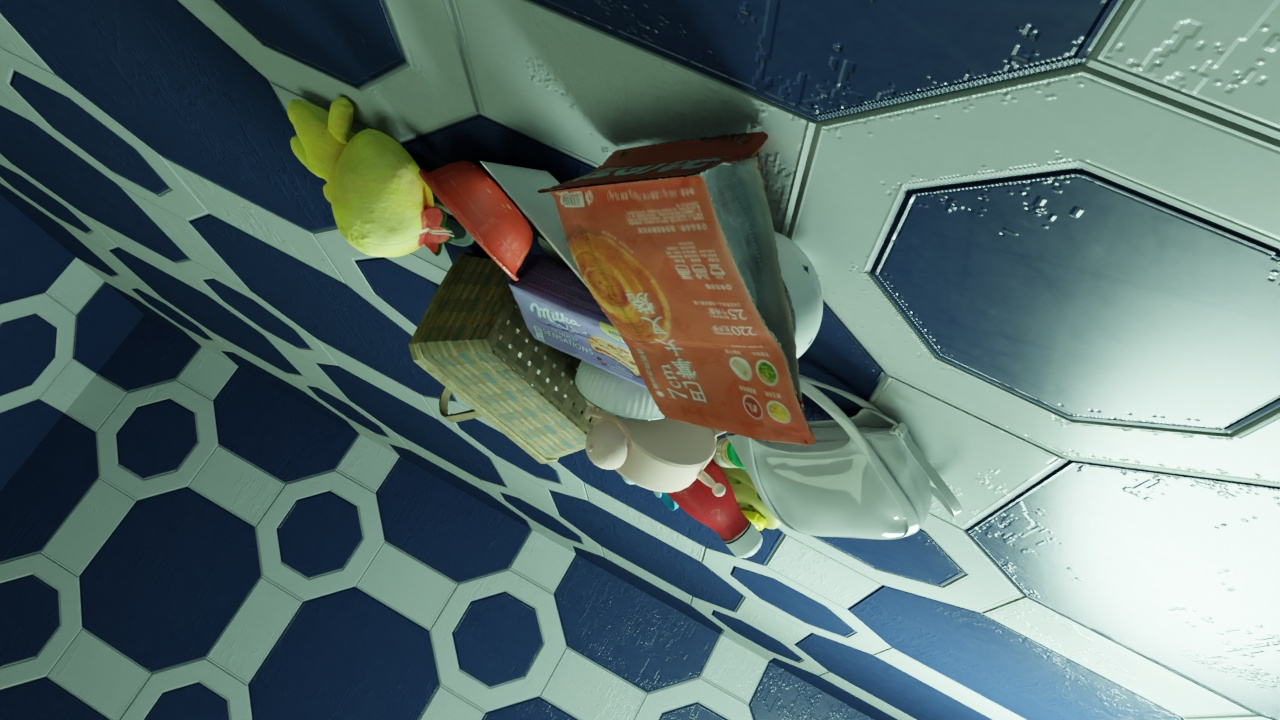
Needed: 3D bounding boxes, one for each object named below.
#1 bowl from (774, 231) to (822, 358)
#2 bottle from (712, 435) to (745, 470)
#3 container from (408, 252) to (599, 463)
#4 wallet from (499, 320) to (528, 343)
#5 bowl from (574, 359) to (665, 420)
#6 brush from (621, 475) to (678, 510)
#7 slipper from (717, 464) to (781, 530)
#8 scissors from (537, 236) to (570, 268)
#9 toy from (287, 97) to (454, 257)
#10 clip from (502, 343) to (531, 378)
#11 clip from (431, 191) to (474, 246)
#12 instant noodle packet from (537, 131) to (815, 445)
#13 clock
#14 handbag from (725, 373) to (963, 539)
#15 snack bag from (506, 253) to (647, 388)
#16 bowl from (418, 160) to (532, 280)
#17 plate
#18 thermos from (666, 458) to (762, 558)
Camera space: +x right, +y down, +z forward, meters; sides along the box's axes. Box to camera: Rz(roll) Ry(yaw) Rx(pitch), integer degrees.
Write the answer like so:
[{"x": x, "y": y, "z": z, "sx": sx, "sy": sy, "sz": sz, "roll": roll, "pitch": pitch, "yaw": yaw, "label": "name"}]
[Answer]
[{"x": 0.092, "y": -0.048, "z": 0.687, "sx": 0.113, "sy": 0.063, "sz": 0.114, "roll": 32, "pitch": 134, "yaw": 41, "label": "bowl"}, {"x": 0.114, "y": 0.109, "z": 1.088, "sx": 0.043, "sy": 0.043, "sz": 0.111, "roll": 32, "pitch": 170, "yaw": -4, "label": "bottle"}, {"x": -0.154, "y": 0.001, "z": 1.071, "sx": 0.187, "sy": 0.157, "sz": 0.250, "roll": -5, "pitch": 142, "yaw": 40, "label": "container"}, {"x": -0.202, "y": -0.053, "z": 1.214, "sx": 0.121, "sy": 0.013, "sz": 0.087, "roll": 16, "pitch": 154, "yaw": 36, "label": "wallet"}, {"x": -0.006, "y": 0.006, "z": 0.964, "sx": 0.118, "sy": 0.117, "sz": 0.062, "roll": 24, "pitch": 119, "yaw": 18, "label": "bowl"}, {"x": 0.011, "y": 0.137, "z": 1.201, "sx": 0.136, "sy": 0.075, "sz": 0.055, "roll": 64, "pitch": 156, "yaw": -1, "label": "brush"}, {"x": 0.112, "y": 0.174, "z": 1.219, "sx": 0.190, "sy": 0.081, "sz": 0.092, "roll": 31, "pitch": 159, "yaw": 8, "label": "slipper"}, {"x": -0.065, "y": -0.078, "z": 0.944, "sx": 0.131, "sy": 0.019, "sz": 0.150, "roll": 32, "pitch": 162, "yaw": -8, "label": "scissors"}, {"x": -0.271, "y": -0.174, "z": 0.890, "sx": 0.207, "sy": 0.092, "sz": 0.134, "roll": 46, "pitch": 148, "yaw": 20, "label": "toy"}, {"x": -0.171, "y": 0.001, "z": 1.293, "sx": 0.057, "sy": 0.054, "sz": 0.102, "roll": 0, "pitch": -174, "yaw": -44, "label": "clip"}, {"x": -0.210, "y": -0.143, "z": 0.980, "sx": 0.163, "sy": 0.027, "sz": 0.106, "roll": 11, "pitch": 151, "yaw": 46, "label": "clip"}, {"x": 0.035, "y": -0.039, "z": 0.660, "sx": 0.165, "sy": 0.083, "sz": 0.221, "roll": 6, "pitch": 122, "yaw": 48, "label": "instant noodle packet"}, {"x": 0.019, "y": 0.071, "z": 0.999, "sx": 0.160, "sy": 0.130, "sz": 0.086, "roll": 14, "pitch": 128, "yaw": -14, "label": "clock"}, {"x": 0.189, "y": 0.082, "z": 0.899, "sx": 0.216, "sy": 0.095, "sz": 0.223, "roll": -5, "pitch": 133, "yaw": 38, "label": "handbag"}, {"x": -0.039, "y": -0.040, "z": 0.889, "sx": 0.205, "sy": 0.058, "sz": 0.096, "roll": 24, "pitch": 154, "yaw": 26, "label": "snack bag"}, {"x": -0.140, "y": -0.135, "z": 0.830, "sx": 0.130, "sy": 0.045, "sz": 0.130, "roll": 49, "pitch": 180, "yaw": 0, "label": "bowl"}, {"x": -0.062, "y": -0.111, "z": 0.772, "sx": 0.174, "sy": 0.036, "sz": 0.174, "roll": 49, "pitch": 180, "yaw": 0, "label": "plate"}, {"x": 0.068, "y": 0.152, "z": 1.151, "sx": 0.240, "sy": 0.073, "sz": 0.073, "roll": 51, "pitch": 157, "yaw": -9, "label": "thermos"}]
